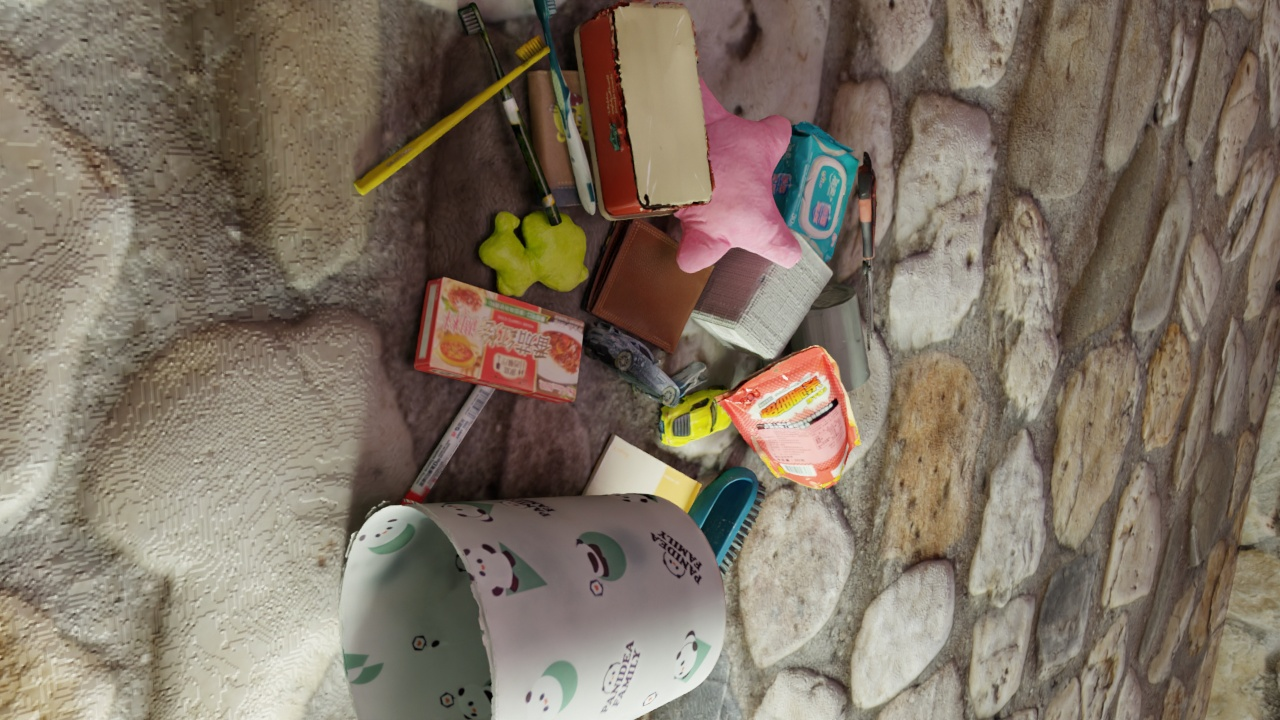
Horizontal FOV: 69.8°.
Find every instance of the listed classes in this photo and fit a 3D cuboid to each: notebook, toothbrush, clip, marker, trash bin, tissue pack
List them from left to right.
[{"bbox_3d":[-0.164,0.074,0.779,0.017,0.017,0.145,41,74,-39],"label":"marker"},{"bbox_3d":[-0.145,-0.191,0.709,0.190,0.016,0.016,-42,109,-13],"label":"toothbrush"},{"bbox_3d":[-0.104,-0.195,0.744,0.017,0.012,0.186,-29,110,-23],"label":"toothbrush"},{"bbox_3d":[-0.079,0.214,0.751,0.251,0.230,0.230,-1,102,-42],"label":"trash bin"},{"bbox_3d":[-0.060,-0.214,0.757,0.018,0.016,0.192,-29,114,-40],"label":"toothbrush"},{"bbox_3d":[-0.026,0.193,0.931,0.145,0.010,0.206,34,79,-39],"label":"notebook"},{"bbox_3d":[0.047,0.020,0.940,0.057,0.025,0.036,-26,124,-39],"label":"clip"},{"bbox_3d":[0.180,-0.180,0.983,0.093,0.050,0.133,12,93,-41],"label":"tissue pack"}]

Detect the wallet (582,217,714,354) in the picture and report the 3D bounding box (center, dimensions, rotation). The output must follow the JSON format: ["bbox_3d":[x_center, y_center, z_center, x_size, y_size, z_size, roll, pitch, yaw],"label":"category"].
[{"bbox_3d":[0.008,-0.070,0.880,0.124,0.032,0.101,25,87,-40],"label":"wallet"}]

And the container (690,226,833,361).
[{"bbox_3d":[0.119,-0.070,0.937,0.090,0.090,0.114,38,80,-39],"label":"container"}]

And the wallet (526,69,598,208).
[{"bbox_3d":[-0.055,-0.192,0.794,0.090,0.033,0.115,-14,107,-36],"label":"wallet"}]

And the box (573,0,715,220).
[{"bbox_3d":[0.010,-0.207,0.764,0.091,0.078,0.168,-12,98,-33],"label":"box"}]

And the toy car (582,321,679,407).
[{"bbox_3d":[-0.005,0.005,0.871,0.120,0.054,0.036,42,75,-39],"label":"toy car"}]

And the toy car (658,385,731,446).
[{"bbox_3d":[0.063,0.058,0.959,0.105,0.032,0.048,-17,111,-38],"label":"toy car"}]

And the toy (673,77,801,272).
[{"bbox_3d":[0.065,-0.176,0.861,0.178,0.075,0.194,-1,81,-17],"label":"toy"}]

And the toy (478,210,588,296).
[{"bbox_3d":[-0.087,-0.094,0.791,0.100,0.031,0.097,-42,123,-24],"label":"toy"}]

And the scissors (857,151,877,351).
[{"bbox_3d":[0.257,-0.128,1.034,0.189,0.015,0.225,59,34,-59],"label":"scissors"}]

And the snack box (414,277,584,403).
[{"bbox_3d":[-0.116,-0.014,0.779,0.152,0.026,0.075,17,74,-42],"label":"snack box"}]

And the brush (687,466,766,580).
[{"bbox_3d":[0.080,0.176,0.987,0.073,0.055,0.143,42,74,-40],"label":"brush"}]

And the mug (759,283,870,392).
[{"bbox_3d":[0.190,-0.019,1.023,0.124,0.083,0.103,-17,113,-9],"label":"mug"}]

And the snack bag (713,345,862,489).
[{"bbox_3d":[0.169,0.064,0.992,0.129,0.073,0.208,-22,140,13],"label":"snack bag"}]
